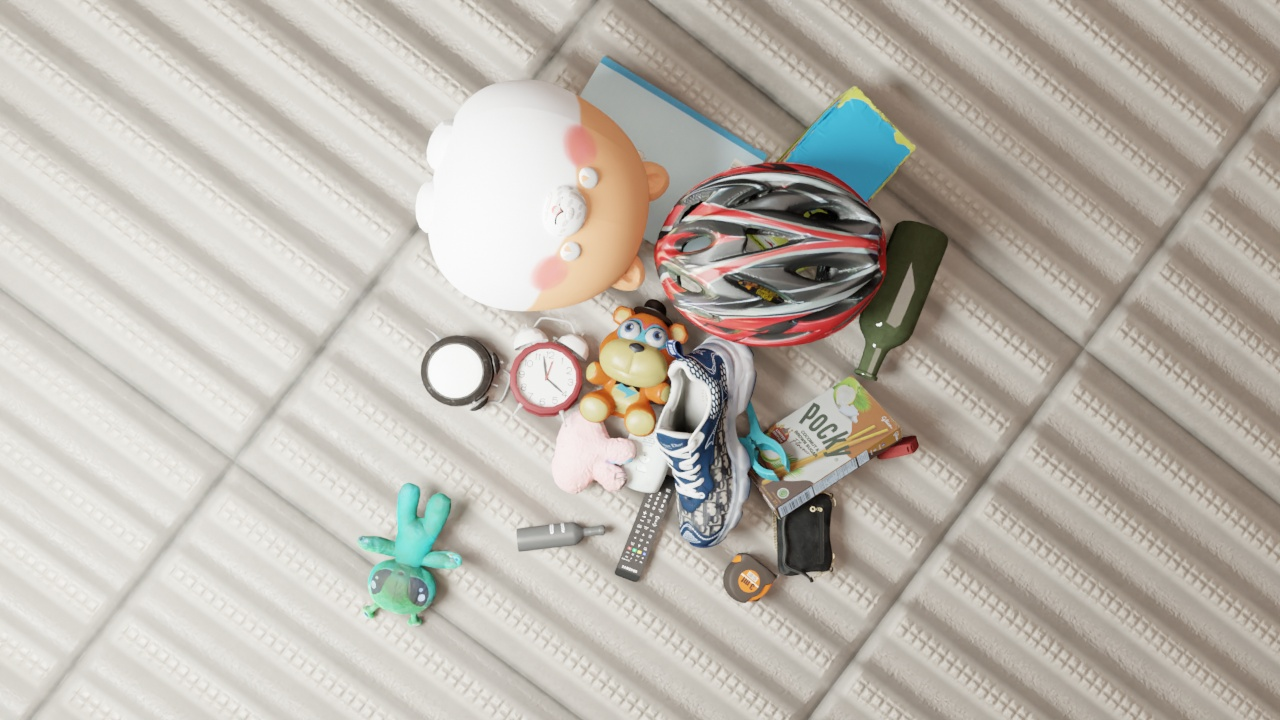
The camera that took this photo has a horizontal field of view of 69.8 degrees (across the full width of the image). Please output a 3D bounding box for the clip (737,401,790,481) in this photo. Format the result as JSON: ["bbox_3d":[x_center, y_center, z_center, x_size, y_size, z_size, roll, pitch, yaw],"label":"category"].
[{"bbox_3d":[0.136,0.112,1.167,0.103,0.027,0.120,-44,53,-2],"label":"clip"}]

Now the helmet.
[{"bbox_3d":[0.148,-0.126,1.065,0.272,0.167,0.217,1,86,7],"label":"helmet"}]

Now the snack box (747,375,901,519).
[{"bbox_3d":[0.225,0.109,1.173,0.186,0.032,0.101,-33,51,-3],"label":"snack box"}]

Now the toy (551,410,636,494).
[{"bbox_3d":[-0.060,0.122,1.166,0.105,0.053,0.108,18,85,14],"label":"toy"}]

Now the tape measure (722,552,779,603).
[{"bbox_3d":[0.138,0.286,1.195,0.058,0.038,0.058,38,74,-3],"label":"tape measure"}]

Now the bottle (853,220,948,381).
[{"bbox_3d":[0.329,-0.075,1.189,0.071,0.071,0.206,22,89,-4],"label":"bottle"}]

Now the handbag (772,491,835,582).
[{"bbox_3d":[0.216,0.224,1.192,0.079,0.054,0.128,0,88,-8],"label":"handbag"}]

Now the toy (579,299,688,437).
[{"bbox_3d":[-0.007,0.007,1.158,0.112,0.096,0.175,15,65,8],"label":"toy"}]

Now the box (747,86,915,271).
[{"bbox_3d":[0.232,-0.230,1.179,0.124,0.080,0.221,41,85,-8],"label":"box"}]

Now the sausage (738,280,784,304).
[{"bbox_3d":[0.161,-0.091,1.204,0.155,0.020,0.020,25,88,-3],"label":"sausage"}]

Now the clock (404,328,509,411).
[{"bbox_3d":[-0.228,0.015,1.166,0.123,0.044,0.091,21,89,-4],"label":"clock"}]

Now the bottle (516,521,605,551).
[{"bbox_3d":[-0.102,0.225,1.181,0.113,0.030,0.030,-6,90,-4],"label":"bottle"}]

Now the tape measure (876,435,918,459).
[{"bbox_3d":[0.336,0.116,1.202,0.051,0.058,0.019,-15,91,26],"label":"tape measure"}]

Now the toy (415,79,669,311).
[{"bbox_3d":[-0.113,-0.183,1.066,0.280,0.266,0.263,12,100,-16],"label":"toy"}]

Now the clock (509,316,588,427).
[{"bbox_3d":[-0.118,0.013,1.166,0.096,0.048,0.137,9,81,-4],"label":"clock"}]

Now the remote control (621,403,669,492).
[{"bbox_3d":[0.012,0.112,1.183,0.060,0.028,0.114,12,83,16],"label":"remote control"}]

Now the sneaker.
[{"bbox_3d":[0.062,0.101,1.118,0.103,0.132,0.269,11,100,40],"label":"sneaker"}]

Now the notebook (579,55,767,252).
[{"bbox_3d":[0.016,-0.257,1.199,0.253,0.009,0.181,31,88,-3],"label":"notebook"}]

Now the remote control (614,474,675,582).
[{"bbox_3d":[0.007,0.217,1.196,0.033,0.015,0.147,22,89,-4],"label":"remote control"}]

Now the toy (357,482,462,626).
[{"bbox_3d":[-0.290,0.249,1.154,0.130,0.072,0.193,17,98,-2],"label":"toy"}]

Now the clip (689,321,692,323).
[{"bbox_3d":[0.093,-0.052,1.203,0.051,0.014,0.045,-35,95,-6],"label":"clip"}]
